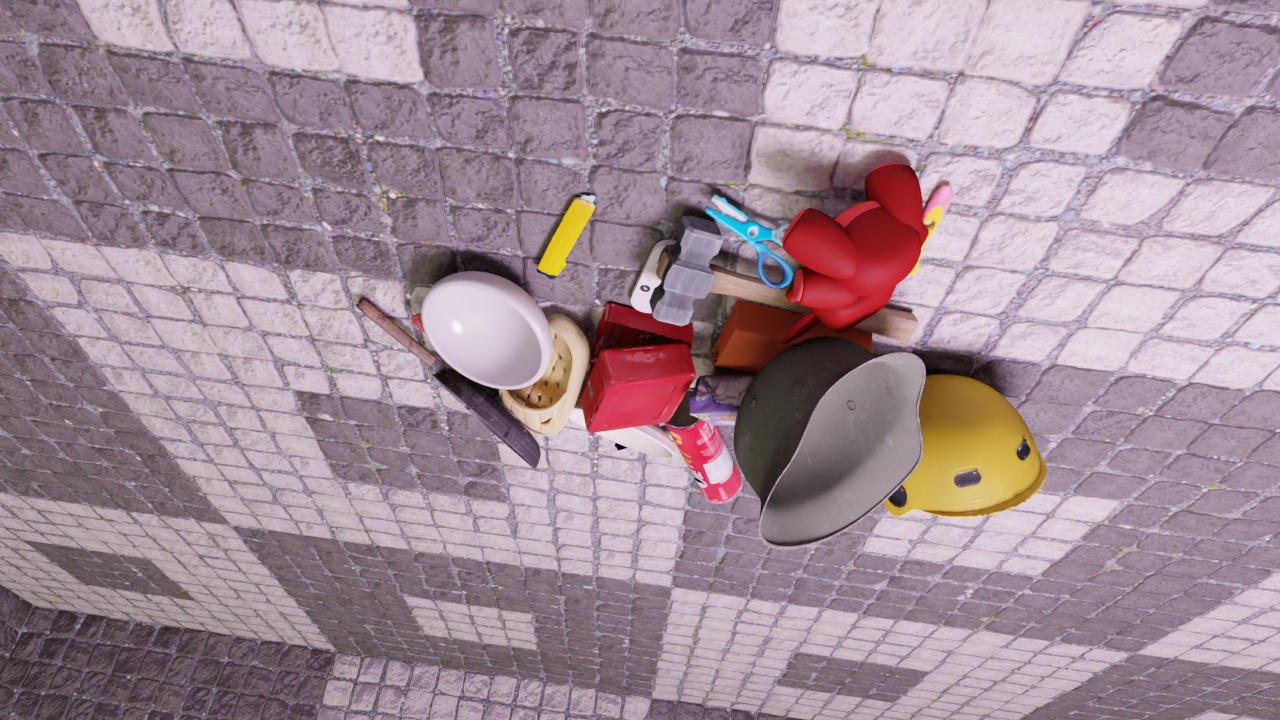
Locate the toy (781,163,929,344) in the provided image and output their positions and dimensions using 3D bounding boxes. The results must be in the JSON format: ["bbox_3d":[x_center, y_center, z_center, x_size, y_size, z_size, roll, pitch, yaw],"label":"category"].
[{"bbox_3d":[0.218,-0.101,0.959,0.158,0.120,0.197,-32,160,-12],"label":"toy"}]

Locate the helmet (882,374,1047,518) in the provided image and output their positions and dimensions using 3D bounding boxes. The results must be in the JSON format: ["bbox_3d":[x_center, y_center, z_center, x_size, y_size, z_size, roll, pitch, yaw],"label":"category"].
[{"bbox_3d":[0.379,0.093,1.147,0.209,0.139,0.240,-24,-170,-12],"label":"helmet"}]

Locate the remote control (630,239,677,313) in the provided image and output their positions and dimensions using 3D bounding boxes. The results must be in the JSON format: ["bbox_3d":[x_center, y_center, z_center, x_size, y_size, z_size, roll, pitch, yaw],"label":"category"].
[{"bbox_3d":[0.022,-0.099,1.106,0.043,0.013,0.137,15,146,-9],"label":"remote control"}]

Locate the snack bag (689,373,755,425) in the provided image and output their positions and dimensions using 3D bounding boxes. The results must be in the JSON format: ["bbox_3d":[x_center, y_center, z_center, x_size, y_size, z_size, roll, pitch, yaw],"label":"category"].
[{"bbox_3d":[0.130,0.055,1.228,0.096,0.058,0.205,0,172,15],"label":"snack bag"}]

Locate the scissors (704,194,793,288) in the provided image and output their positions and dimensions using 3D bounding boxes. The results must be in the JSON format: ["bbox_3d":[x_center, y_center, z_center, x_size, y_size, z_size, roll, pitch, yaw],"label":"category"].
[{"bbox_3d":[0.120,-0.130,0.990,0.140,0.083,0.015,23,-171,-23],"label":"scissors"}]

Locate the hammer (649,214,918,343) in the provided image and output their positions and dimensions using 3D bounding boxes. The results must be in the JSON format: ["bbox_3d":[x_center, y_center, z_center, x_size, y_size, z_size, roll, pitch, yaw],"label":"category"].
[{"bbox_3d":[0.174,-0.072,1.062,0.322,0.051,0.117,13,121,-16],"label":"hammer"}]

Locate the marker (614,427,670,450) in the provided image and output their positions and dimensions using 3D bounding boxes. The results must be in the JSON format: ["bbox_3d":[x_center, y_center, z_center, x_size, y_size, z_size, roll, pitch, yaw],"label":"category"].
[{"bbox_3d":[0.013,0.121,1.435,0.139,0.022,0.016,-18,126,36],"label":"marker"}]

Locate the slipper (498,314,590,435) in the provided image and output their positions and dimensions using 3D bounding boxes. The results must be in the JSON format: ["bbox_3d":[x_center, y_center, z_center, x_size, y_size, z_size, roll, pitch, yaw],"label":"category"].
[{"bbox_3d":[-0.142,0.036,1.260,0.111,0.079,0.262,45,142,9],"label":"slipper"}]

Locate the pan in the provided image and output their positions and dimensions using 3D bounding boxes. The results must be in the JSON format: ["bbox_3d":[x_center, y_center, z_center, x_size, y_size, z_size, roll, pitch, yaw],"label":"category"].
[{"bbox_3d":[-0.265,0.028,1.303,0.357,0.040,0.208,48,168,-25],"label":"pan"}]

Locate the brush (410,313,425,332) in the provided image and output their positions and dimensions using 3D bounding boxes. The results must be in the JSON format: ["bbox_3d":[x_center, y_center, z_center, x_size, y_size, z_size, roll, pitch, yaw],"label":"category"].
[{"bbox_3d":[-0.255,-0.023,1.273,0.041,0.030,0.172,-10,144,27],"label":"brush"}]

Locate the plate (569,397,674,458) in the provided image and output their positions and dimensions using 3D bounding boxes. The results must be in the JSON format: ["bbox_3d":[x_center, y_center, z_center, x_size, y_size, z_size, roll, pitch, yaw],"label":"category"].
[{"bbox_3d":[-0.029,0.093,1.353,0.182,0.034,0.182,22,167,5],"label":"plate"}]

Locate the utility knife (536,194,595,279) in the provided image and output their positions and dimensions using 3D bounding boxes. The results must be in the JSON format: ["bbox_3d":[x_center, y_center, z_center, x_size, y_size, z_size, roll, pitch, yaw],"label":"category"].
[{"bbox_3d":[-0.086,-0.142,1.065,0.030,0.017,0.156,15,148,-18],"label":"utility knife"}]

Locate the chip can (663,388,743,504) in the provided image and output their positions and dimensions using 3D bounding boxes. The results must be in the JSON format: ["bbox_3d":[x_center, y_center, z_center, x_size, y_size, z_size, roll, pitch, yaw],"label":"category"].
[{"bbox_3d":[0.095,0.133,1.388,0.073,0.073,0.233,-4,144,19],"label":"chip can"}]

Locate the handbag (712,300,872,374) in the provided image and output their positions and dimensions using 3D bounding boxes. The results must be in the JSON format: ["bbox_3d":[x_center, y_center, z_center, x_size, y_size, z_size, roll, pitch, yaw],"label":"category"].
[{"bbox_3d":[0.188,-0.015,1.149,0.172,0.060,0.109,12,147,-6],"label":"handbag"}]

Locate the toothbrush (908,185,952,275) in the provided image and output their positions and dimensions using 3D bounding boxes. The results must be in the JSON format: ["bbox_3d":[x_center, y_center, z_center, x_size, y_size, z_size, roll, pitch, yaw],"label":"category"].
[{"bbox_3d":[0.306,-0.139,0.977,0.021,0.016,0.136,9,145,4],"label":"toothbrush"}]

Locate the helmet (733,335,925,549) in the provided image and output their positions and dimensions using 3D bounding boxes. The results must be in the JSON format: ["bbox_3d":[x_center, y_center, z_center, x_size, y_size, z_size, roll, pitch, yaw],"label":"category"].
[{"bbox_3d":[0.202,0.068,1.053,0.226,0.153,0.268,4,128,-38],"label":"helmet"}]

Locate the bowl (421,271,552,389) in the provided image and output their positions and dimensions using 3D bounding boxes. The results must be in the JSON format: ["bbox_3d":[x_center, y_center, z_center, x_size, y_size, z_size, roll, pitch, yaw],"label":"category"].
[{"bbox_3d":[-0.186,-0.048,1.169,0.177,0.066,0.177,14,135,14],"label":"bowl"}]

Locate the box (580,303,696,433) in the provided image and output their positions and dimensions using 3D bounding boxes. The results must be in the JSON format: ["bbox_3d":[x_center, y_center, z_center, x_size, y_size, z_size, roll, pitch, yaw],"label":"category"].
[{"bbox_3d":[-0.005,0.024,1.208,0.136,0.122,0.158,9,147,-9],"label":"box"}]
